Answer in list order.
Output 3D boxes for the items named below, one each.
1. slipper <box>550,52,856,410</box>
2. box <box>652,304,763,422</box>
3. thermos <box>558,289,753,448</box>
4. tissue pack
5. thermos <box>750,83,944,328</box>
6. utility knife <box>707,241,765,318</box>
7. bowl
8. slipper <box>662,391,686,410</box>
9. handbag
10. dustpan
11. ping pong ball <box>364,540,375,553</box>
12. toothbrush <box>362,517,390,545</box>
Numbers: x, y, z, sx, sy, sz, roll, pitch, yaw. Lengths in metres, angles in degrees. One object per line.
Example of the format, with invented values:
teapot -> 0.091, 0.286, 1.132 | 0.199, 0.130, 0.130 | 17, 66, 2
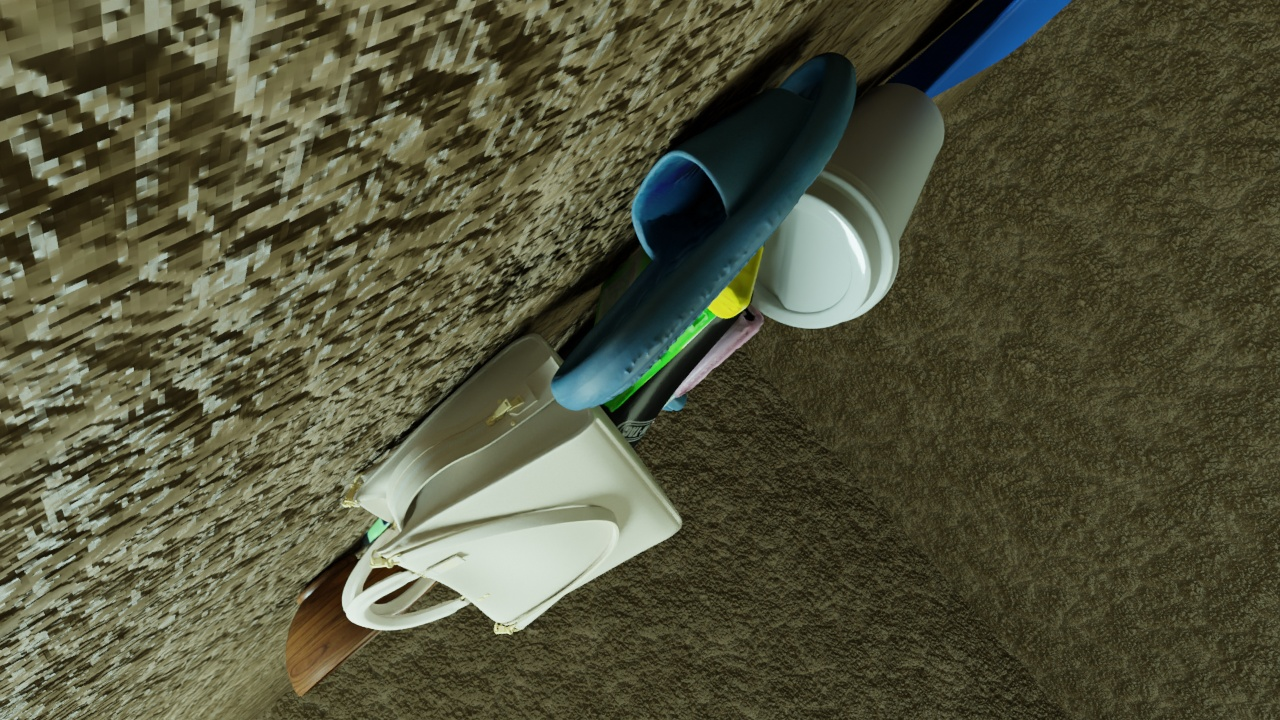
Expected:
slipper -> 0.023, -0.066, 0.431 | 0.213, 0.059, 0.104 | -52, -169, -15
box -> -0.005, 0.003, 0.753 | 0.234, 0.098, 0.041 | -45, 167, 34
thermos -> -0.013, 0.007, 0.678 | 0.219, 0.106, 0.105 | -49, 174, 28
tissue pack -> 0.009, -0.037, 0.536 | 0.100, 0.034, 0.113 | -45, -158, 34
thermos -> 0.160, -0.132, 0.706 | 0.221, 0.131, 0.132 | -49, -178, -40
utility knife -> 0.064, -0.084, 0.538 | 0.020, 0.029, 0.197 | -30, -159, 32
bowl -> -0.253, 0.212, 0.795 | 0.147, 0.069, 0.147 | -40, 176, -3
slipper -> 0.004, -0.001, 0.885 | 0.213, 0.104, 0.059 | -49, 161, -81
handbag -> -0.093, 0.104, 0.570 | 0.198, 0.101, 0.195 | -36, 146, -2
dustpan -> 0.341, -0.323, 0.760 | 0.256, 0.059, 0.246 | -28, 170, -32
ping pong ball -> -0.242, 0.189, 0.871 | 0.040, 0.040, 0.040 | -41, 177, -3
toothbrush -> -0.175, 0.099, 0.701 | 0.017, 0.014, 0.189 | -16, 158, -51
